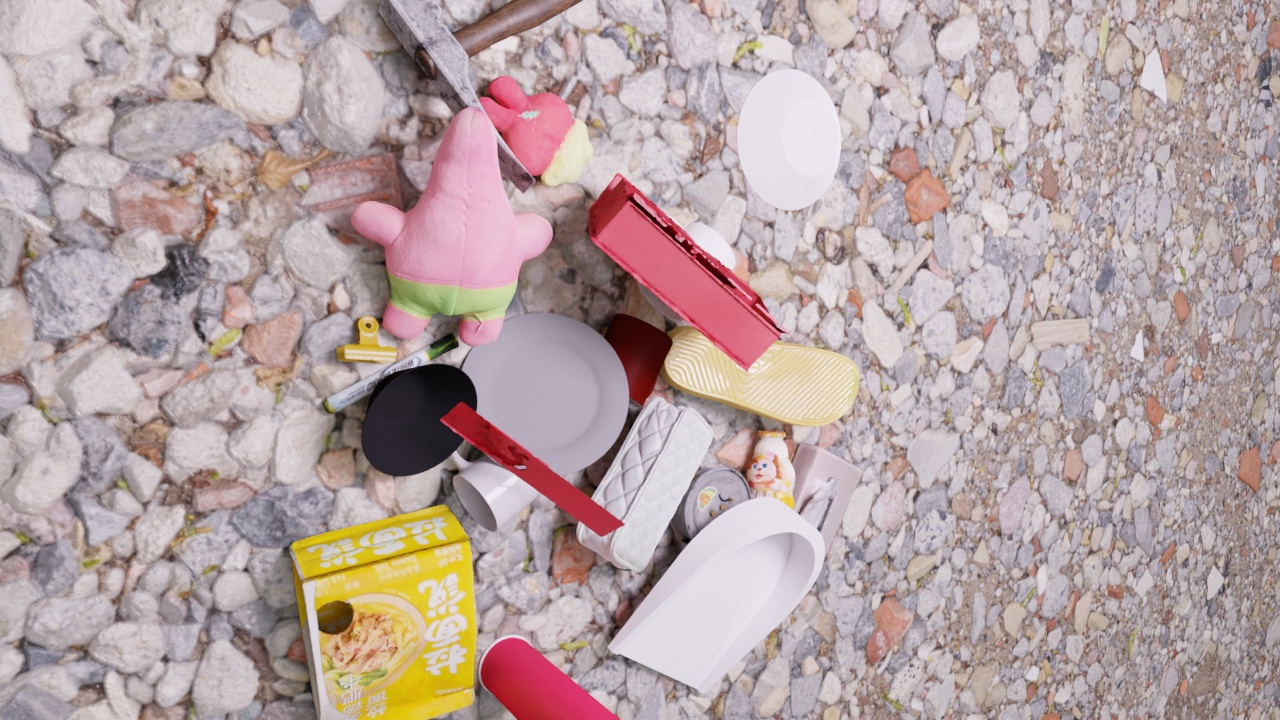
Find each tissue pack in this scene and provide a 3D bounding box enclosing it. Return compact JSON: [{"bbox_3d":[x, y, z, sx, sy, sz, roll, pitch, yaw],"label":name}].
[{"bbox_3d":[0.223,0.208,1.215,0.104,0.071,0.181,29,84,-33],"label":"tissue pack"}]

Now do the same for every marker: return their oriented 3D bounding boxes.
[{"bbox_3d":[-0.246,0.012,0.912,0.146,0.017,0.017,-31,112,-25],"label":"marker"}]

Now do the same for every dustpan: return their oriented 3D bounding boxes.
[{"bbox_3d":[0.112,0.288,1.107,0.257,0.053,0.191,-52,129,-1],"label":"dustpan"}]

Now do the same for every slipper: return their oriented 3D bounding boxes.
[{"bbox_3d":[0.140,0.018,1.130,0.263,0.078,0.099,13,89,-16],"label":"slipper"}]

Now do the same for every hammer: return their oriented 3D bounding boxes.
[{"bbox_3d":[-0.081,-0.329,0.932,0.299,0.037,0.217,-40,98,-28],"label":"hammer"}]

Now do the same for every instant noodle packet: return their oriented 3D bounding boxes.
[{"bbox_3d":[-0.248,0.277,0.919,0.162,0.084,0.222,-11,109,-29],"label":"instant noodle packet"}]

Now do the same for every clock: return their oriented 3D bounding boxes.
[{"bbox_3d":[0.082,0.193,1.126,0.104,0.056,0.147,23,82,-33],"label":"clock"}]

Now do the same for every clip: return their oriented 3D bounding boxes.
[{"bbox_3d":[-0.267,-0.016,0.893,0.054,0.046,0.048,2,129,-32],"label":"clip"}]

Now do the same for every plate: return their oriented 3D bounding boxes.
[{"bbox_3d":[0.201,-0.277,1.147,0.173,0.036,0.174,-5,99,-32],"label":"plate"},{"bbox_3d":[-0.101,0.035,0.965,0.178,0.012,0.178,3,72,-10],"label":"plate"}]

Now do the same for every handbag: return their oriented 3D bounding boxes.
[{"bbox_3d":[0.006,0.140,1.047,0.194,0.072,0.139,-60,152,-12],"label":"handbag"}]

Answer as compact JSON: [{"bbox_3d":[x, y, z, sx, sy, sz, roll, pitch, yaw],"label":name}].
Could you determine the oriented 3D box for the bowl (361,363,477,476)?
[{"bbox_3d":[-0.227,0.047,0.899,0.123,0.052,0.124,-26,133,-32],"label":"bowl"}]

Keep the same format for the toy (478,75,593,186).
[{"bbox_3d":[-0.109,-0.236,0.948,0.135,0.045,0.091,30,76,-28],"label":"toy"}]

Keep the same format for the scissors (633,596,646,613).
[{"bbox_3d":[0.069,0.298,1.130,0.170,0.013,0.176,-24,126,-22],"label":"scissors"}]

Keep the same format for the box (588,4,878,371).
[{"bbox_3d":[0.105,-0.183,0.971,0.213,0.148,0.373,40,69,-16],"label":"box"}]

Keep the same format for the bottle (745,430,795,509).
[{"bbox_3d":[0.165,0.144,1.169,0.063,0.063,0.108,3,87,-33],"label":"bottle"}]

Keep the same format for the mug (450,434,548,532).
[{"bbox_3d":[-0.150,0.111,0.966,0.089,0.071,0.107,-36,87,-31],"label":"mug"}]

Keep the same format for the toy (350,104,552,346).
[{"bbox_3d":[-0.174,-0.125,0.870,0.192,0.096,0.237,4,121,-18],"label":"toy"}]

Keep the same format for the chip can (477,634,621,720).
[{"bbox_3d":[-0.091,0.354,0.937,0.069,0.221,0.069,-5,99,-32],"label":"chip can"}]

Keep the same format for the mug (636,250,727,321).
[{"bbox_3d":[0.039,-0.114,1.053,0.110,0.074,0.090,44,71,-2],"label":"mug"}]

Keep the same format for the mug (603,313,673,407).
[{"bbox_3d":[-0.006,0.006,1.039,0.105,0.073,0.082,40,74,-55],"label":"mug"}]
